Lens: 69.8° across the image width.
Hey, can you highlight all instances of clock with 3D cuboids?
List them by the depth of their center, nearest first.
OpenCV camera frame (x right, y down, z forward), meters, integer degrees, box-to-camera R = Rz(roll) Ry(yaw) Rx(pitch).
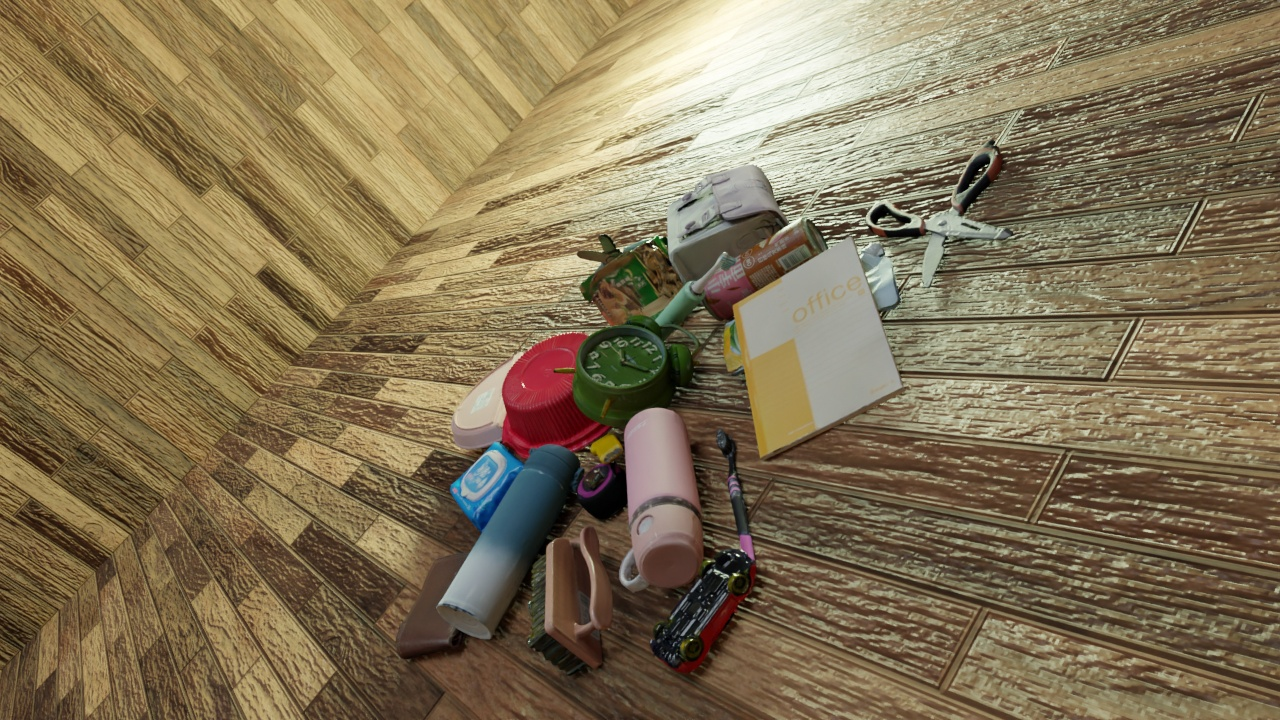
[{"bbox_3d":[-0.006,0.006,1.032,0.161,0.056,0.116,-30,52,-25],"label":"clock"}]

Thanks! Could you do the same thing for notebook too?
[{"bbox_3d":[0.161,-0.016,0.870,0.146,0.010,0.205,-30,40,25],"label":"notebook"}]

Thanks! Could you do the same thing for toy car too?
[{"bbox_3d":[0.053,0.194,0.717,0.106,0.031,0.049,-52,26,-17],"label":"toy car"}]

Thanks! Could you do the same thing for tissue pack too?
[{"bbox_3d":[-0.179,0.153,1.116,0.095,0.052,0.157,-47,24,-10],"label":"tissue pack"}]

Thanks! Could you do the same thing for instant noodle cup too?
[{"bbox_3d":[-0.099,0.031,1.127,0.194,0.066,0.193,-20,37,16],"label":"instant noodle cup"}]

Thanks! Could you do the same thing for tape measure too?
[{"bbox_3d":[-0.038,0.133,0.948,0.057,0.039,0.058,-47,24,-10],"label":"tape measure"}]

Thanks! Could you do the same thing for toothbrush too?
[{"bbox_3d":[0.084,0.119,0.813,0.014,0.018,0.189,-33,27,16],"label":"toothbrush"},{"bbox_3d":[0.051,-0.067,1.055,0.225,0.027,0.026,-48,19,58],"label":"toothbrush"}]

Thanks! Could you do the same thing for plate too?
[{"bbox_3d":[-0.173,0.039,1.289,0.230,0.028,0.229,-29,23,14],"label":"plate"}]

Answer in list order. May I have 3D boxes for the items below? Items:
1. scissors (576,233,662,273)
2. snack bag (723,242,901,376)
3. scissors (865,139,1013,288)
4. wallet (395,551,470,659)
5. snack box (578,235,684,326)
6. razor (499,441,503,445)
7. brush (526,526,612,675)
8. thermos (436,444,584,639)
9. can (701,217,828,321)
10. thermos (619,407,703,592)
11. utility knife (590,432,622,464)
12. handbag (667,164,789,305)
[{"bbox_3d":[-0.028,-0.124,1.270,0.179,0.172,0.019,-47,53,45],"label":"scissors"},{"bbox_3d":[0.172,-0.052,0.937,0.191,0.039,0.110,-28,22,28],"label":"snack bag"},{"bbox_3d":[0.296,-0.143,0.918,0.189,0.015,0.221,-13,37,48],"label":"scissors"},{"bbox_3d":[-0.211,0.266,1.007,0.101,0.032,0.124,-21,33,36],"label":"wallet"},{"bbox_3d":[0.006,-0.096,1.188,0.118,0.118,0.105,-32,14,20],"label":"snack box"},{"bbox_3d":[-0.194,0.125,1.223,0.043,0.022,0.142,-17,35,47],"label":"razor"},{"bbox_3d":[-0.060,0.209,0.831,0.073,0.063,0.145,-41,22,14],"label":"brush"},{"bbox_3d":[-0.132,0.186,0.978,0.070,0.070,0.219,-15,36,46],"label":"thermos"},{"bbox_3d":[0.139,-0.102,1.041,0.148,0.058,0.057,-30,27,27],"label":"can"},{"bbox_3d":[0.013,0.129,0.848,0.087,0.067,0.198,-43,24,20],"label":"thermos"},{"bbox_3d":[-0.037,0.096,0.986,0.033,0.015,0.154,-34,4,-4],"label":"utility knife"},{"bbox_3d":[0.108,-0.171,1.160,0.145,0.098,0.196,-27,25,13],"label":"handbag"}]
